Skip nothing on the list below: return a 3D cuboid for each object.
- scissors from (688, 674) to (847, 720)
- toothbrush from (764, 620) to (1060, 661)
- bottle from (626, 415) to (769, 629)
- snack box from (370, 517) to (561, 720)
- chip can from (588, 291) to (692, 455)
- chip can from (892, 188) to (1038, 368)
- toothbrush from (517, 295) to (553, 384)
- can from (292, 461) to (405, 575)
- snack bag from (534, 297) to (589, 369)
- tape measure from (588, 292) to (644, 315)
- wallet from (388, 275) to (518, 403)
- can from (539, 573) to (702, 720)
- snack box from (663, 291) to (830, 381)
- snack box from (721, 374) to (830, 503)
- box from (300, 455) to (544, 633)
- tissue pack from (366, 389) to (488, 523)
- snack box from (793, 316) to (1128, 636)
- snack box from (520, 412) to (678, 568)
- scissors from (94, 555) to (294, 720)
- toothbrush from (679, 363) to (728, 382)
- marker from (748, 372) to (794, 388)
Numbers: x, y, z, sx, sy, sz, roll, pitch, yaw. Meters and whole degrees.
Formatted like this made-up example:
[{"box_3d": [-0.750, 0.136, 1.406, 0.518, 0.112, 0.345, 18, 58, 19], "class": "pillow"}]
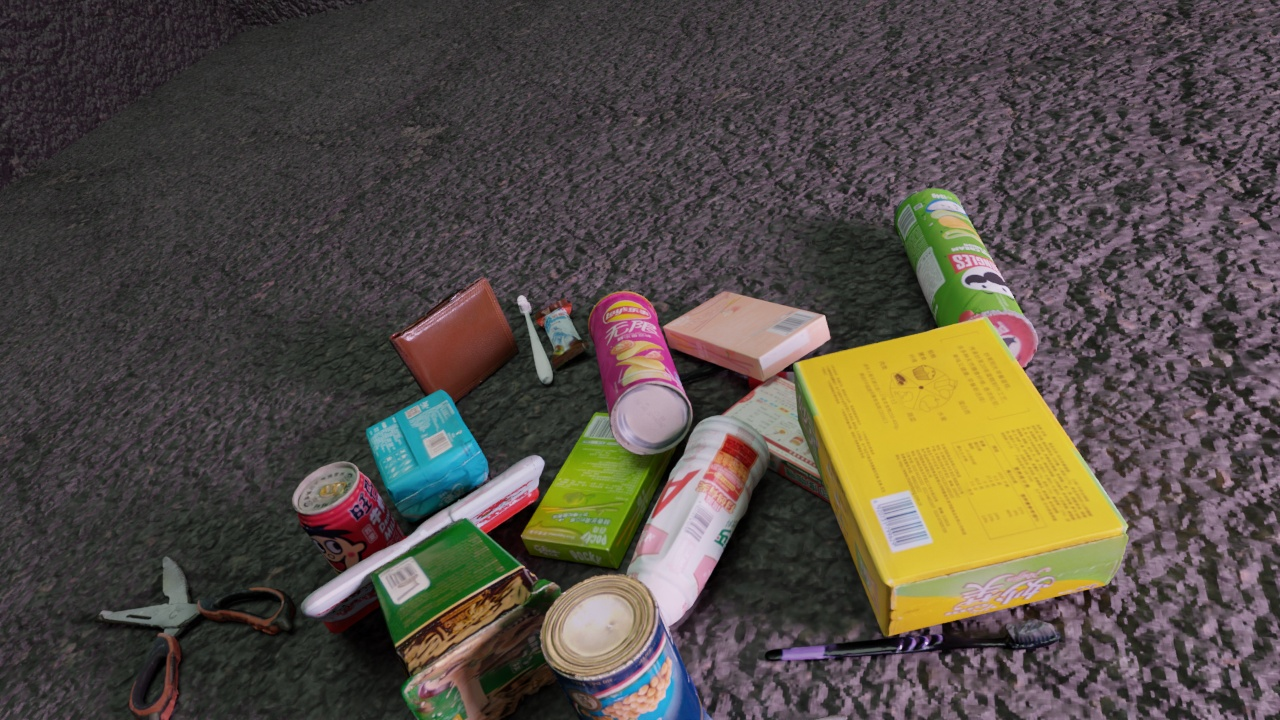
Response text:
[{"box_3d": [0.043, 0.246, 0.585, 0.162, 0.012, 0.174, -30, 37, -16], "class": "scissors"}, {"box_3d": [0.174, 0.186, 0.602, 0.189, 0.017, 0.014, -10, 36, 16], "class": "toothbrush"}, {"box_3d": [0.036, 0.132, 0.700, 0.068, 0.068, 0.196, 6, 46, 31], "class": "bottle"}, {"box_3d": [-0.125, 0.182, 0.642, 0.118, 0.118, 0.105, -31, 50, -22], "class": "snack box"}, {"box_3d": [-0.005, 0.005, 0.843, 0.071, 0.071, 0.210, -19, 25, 1], "class": "chip can"}, {"box_3d": [0.293, -0.079, 0.851, 0.072, 0.072, 0.235, -12, 35, 10], "class": "chip can"}, {"box_3d": [-0.118, -0.025, 1.021, 0.016, 0.016, 0.180, -23, 35, -2], "class": "toothbrush"}, {"box_3d": [-0.251, 0.141, 0.794, 0.066, 0.094, 0.066, -13, 35, 9], "class": "can"}, {"box_3d": [-0.086, -0.031, 1.006, 0.048, 0.026, 0.104, -31, 35, 5], "class": "snack bag"}, {"box_3d": [-0.020, -0.039, 0.979, 0.066, 0.033, 0.066, -18, 35, 5], "class": "tape measure"}, {"box_3d": [-0.195, -0.019, 0.976, 0.032, 0.101, 0.124, 19, 51, 44], "class": "wallet"}, {"box_3d": [-0.011, 0.195, 0.570, 0.075, 0.111, 0.075, -13, 36, 9], "class": "can"}, {"box_3d": [0.099, -0.027, 0.885, 0.084, 0.026, 0.157, -31, 26, -22], "class": "snack box"}, {"box_3d": [0.143, 0.066, 0.766, 0.076, 0.027, 0.156, -36, 38, -23], "class": "snack box"}, {"box_3d": [-0.165, 0.146, 0.725, 0.200, 0.039, 0.158, -33, -2, -19], "class": "box"}, {"box_3d": [-0.207, 0.088, 0.882, 0.093, 0.050, 0.133, -30, 36, -11], "class": "tissue pack"}, {"box_3d": [0.213, 0.074, 0.652, 0.157, 0.070, 0.209, -14, 43, 0], "class": "snack box"}, {"box_3d": [-0.031, 0.107, 0.793, 0.086, 0.026, 0.156, 1, 40, 27], "class": "snack box"}, {"box_3d": [-0.398, 0.232, 0.810, 0.189, 0.015, 0.225, -25, 36, -8], "class": "scissors"}, {"box_3d": [0.062, 0.011, 0.886, 0.181, 0.016, 0.018, -19, 16, 0], "class": "toothbrush"}, {"box_3d": [0.169, 0.018, 0.827, 0.145, 0.017, 0.017, 0, 39, 25], "class": "marker"}]
